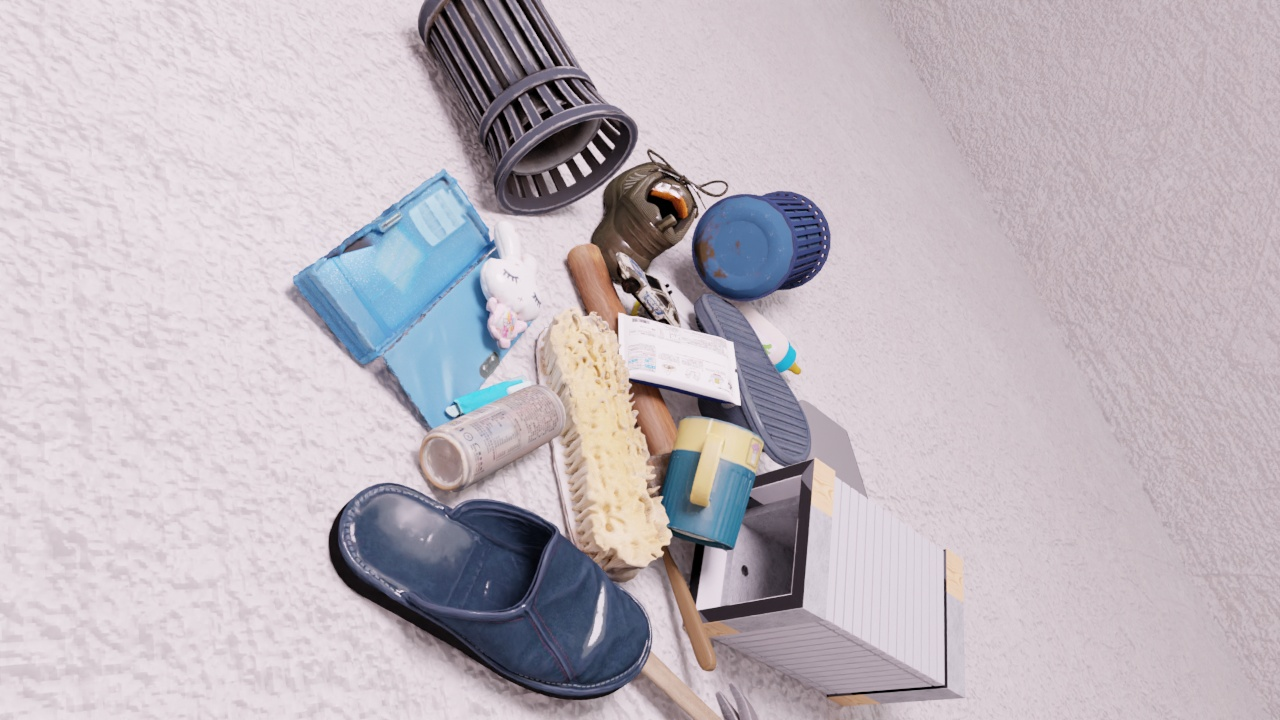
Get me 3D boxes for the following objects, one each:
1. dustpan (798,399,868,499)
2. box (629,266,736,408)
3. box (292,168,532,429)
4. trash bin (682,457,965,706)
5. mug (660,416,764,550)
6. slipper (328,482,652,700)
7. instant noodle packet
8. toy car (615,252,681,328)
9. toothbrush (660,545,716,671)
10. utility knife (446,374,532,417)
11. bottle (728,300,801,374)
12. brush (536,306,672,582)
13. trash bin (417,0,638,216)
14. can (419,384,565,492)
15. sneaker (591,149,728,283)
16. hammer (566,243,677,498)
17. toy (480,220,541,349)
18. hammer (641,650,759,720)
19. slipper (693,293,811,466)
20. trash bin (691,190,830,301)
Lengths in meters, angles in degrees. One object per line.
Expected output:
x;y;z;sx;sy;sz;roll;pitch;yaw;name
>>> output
0.217;0.124;1.166;0.257;0.033;0.163;33;38;-47;dustpan
0.071;-0.018;1.114;0.209;0.034;0.129;42;32;-20;box
-0.181;-0.058;0.816;0.174;0.034;0.230;55;31;-16;box
0.188;0.228;0.904;0.247;0.143;0.142;34;51;-30;trash bin
0.060;0.110;0.841;0.114;0.083;0.107;74;33;-72;mug
-0.088;0.162;0.666;0.265;0.084;0.108;32;45;-21;slipper
0.040;-0.002;0.954;0.134;0.026;0.086;14;47;-17;instant noodle packet
0.011;-0.075;1.006;0.113;0.040;0.048;49;12;-32;toy car
0.036;0.209;0.848;0.016;0.016;0.166;27;31;-45;toothbrush
-0.132;0.031;0.806;0.116;0.016;0.022;-16;85;-61;utility knife
0.163;-0.022;1.207;0.146;0.051;0.051;37;37;-26;bottle
-0.041;0.071;0.850;0.083;0.057;0.270;8;54;-33;brush
-0.129;-0.297;0.982;0.164;0.165;0.227;-8;64;-54;trash bin
-0.121;0.063;0.764;0.054;0.054;0.135;58;32;4;can
0.027;-0.204;1.108;0.101;0.143;0.237;42;35;-18;sneaker
-0.006;0.006;0.978;0.157;0.037;0.300;-2;63;-53;hammer
-0.120;-0.069;0.861;0.076;0.037;0.125;50;34;-43;toy
-0.008;0.244;0.768;0.331;0.031;0.119;44;18;-8;hammer
0.110;0.033;1.042;0.101;0.083;0.263;19;34;-35;slipper
0.159;-0.151;1.192;0.139;0.139;0.249;57;22;3;trash bin
